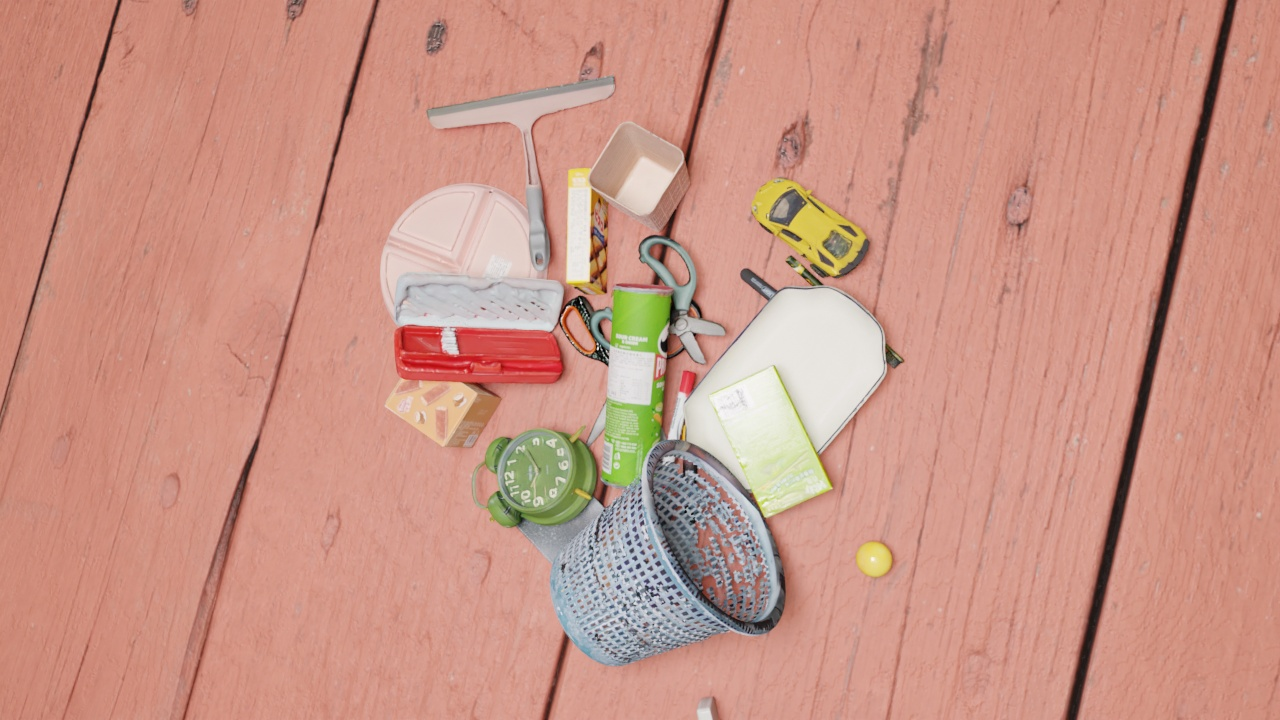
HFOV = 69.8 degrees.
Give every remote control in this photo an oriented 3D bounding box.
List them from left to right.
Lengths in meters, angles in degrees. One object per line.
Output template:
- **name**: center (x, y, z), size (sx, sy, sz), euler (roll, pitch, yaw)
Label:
- **remote control**: center (0.093, 0.465, 1.050), size (0.021, 0.058, 0.150), euler (-15, 82, 8)

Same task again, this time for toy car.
- **toy car**: center (0.200, -0.161, 1.101), size (0.156, 0.041, 0.071), euler (40, 92, 13)

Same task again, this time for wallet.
- **wallet**: center (-0.087, 0.204, 1.131), size (0.121, 0.019, 0.097), euler (44, 93, 10)

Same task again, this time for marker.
- **marker**: center (0.043, 0.084, 1.106), size (0.017, 0.017, 0.145), euler (14, 94, 11)
- **marker**: center (0.060, 0.137, 1.111), size (0.018, 0.015, 0.124), euler (0, 87, 9)
- **marker**: center (0.170, -0.071, 1.109), size (0.124, 0.015, 0.018), euler (40, 94, 11)

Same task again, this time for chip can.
- **chip can**: center (-0.006, 0.029, 1.075), size (0.072, 0.072, 0.236), euler (6, 100, 11)

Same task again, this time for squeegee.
- **squeegee**: center (-0.138, -0.224, 1.164), size (0.248, 0.040, 0.249), euler (-9, 74, 2)

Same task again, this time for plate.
- **plate**: center (-0.233, -0.120, 1.184), size (0.230, 0.028, 0.229), euler (-1, 84, 10)
- **plate**: center (0.168, 0.034, 1.081), size (0.162, 0.034, 0.266), euler (40, 97, 7)

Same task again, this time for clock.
- **clock**: center (-0.132, 0.141, 1.111), size (0.161, 0.056, 0.116), euler (-15, 65, 17)

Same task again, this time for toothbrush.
- **toothbrush**: center (0.241, -0.059, 1.097), size (0.186, 0.012, 0.017), euler (45, 104, 11)

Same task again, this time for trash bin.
- **trash bin**: center (0.015, 0.230, 1.013), size (0.196, 0.226, 0.226), euler (-36, 79, 27)

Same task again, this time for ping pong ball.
- **ping pong ball**: center (0.267, 0.227, 1.049), size (0.040, 0.040, 0.040), euler (-1, 84, 10)

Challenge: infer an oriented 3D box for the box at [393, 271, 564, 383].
- **box**: center (-0.188, -0.039, 1.089), size (0.201, 0.101, 0.102), euler (2, 45, -21)

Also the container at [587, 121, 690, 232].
- **container**: center (0.003, -0.215, 1.106), size (0.090, 0.111, 0.090), euler (32, 90, 12)

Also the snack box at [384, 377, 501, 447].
- **snack box**: center (-0.242, 0.051, 1.135), size (0.094, 0.092, 0.077), euler (32, 90, 12)

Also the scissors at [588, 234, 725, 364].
- **scissors**: center (0.024, -0.076, 1.109), size (0.170, 0.019, 0.181), euler (8, 89, 15)

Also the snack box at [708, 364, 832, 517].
- **snack box**: center (0.149, 0.092, 1.053), size (0.086, 0.026, 0.156), euler (-26, 85, 10)

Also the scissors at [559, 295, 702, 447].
- **scissors**: center (-0.011, 0.005, 1.136), size (0.221, 0.021, 0.233), euler (-40, 80, 9)

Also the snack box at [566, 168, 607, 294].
- **snack box**: center (-0.065, -0.156, 1.125), size (0.034, 0.087, 0.140), euler (-2, 84, 11)
